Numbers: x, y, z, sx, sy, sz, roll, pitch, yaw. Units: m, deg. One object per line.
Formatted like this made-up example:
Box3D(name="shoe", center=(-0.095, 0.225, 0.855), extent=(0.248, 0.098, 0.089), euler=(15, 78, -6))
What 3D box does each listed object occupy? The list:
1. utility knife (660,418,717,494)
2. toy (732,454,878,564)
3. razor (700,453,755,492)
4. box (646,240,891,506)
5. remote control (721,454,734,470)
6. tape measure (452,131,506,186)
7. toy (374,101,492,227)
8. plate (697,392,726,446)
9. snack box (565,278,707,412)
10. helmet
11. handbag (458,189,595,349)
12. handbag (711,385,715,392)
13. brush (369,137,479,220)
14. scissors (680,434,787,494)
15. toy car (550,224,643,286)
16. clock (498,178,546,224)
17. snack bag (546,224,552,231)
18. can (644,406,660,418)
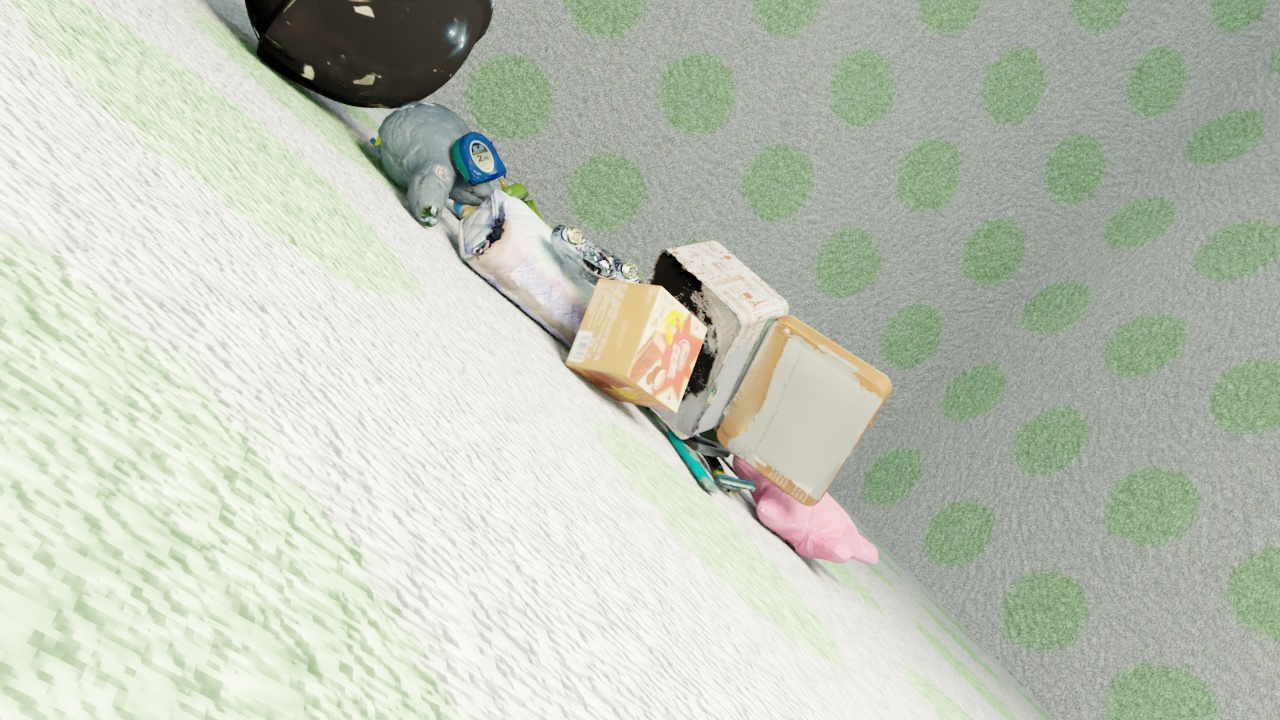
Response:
Box3D(name="utility knife", center=(0.048, 0.096, 0.963), extent=(0.029, 0.013, 0.193), euler=(42, 3, -22))
Box3D(name="toy", center=(0.176, 0.170, 1.057), extent=(0.194, 0.075, 0.178), euler=(42, 12, 35))
Box3D(name="razor", center=(0.087, 0.122, 1.031), extent=(0.042, 0.022, 0.142), euler=(15, 10, -14))
Box3D(name="box", center=(0.107, 0.018, 0.941), extent=(0.088, 0.178, 0.262), euler=(-19, 54, -41))
Box3D(name="remote control", center=(0.145, 0.154, 1.268), extent=(0.058, 0.021, 0.150), euler=(40, 5, -44))
Box3D(name="tape measure", center=(-0.170, -0.208, 0.950), extent=(0.054, 0.025, 0.058), euler=(64, 32, -7))
Box3D(name="toy", center=(-0.227, -0.225, 1.026), extent=(0.138, 0.091, 0.355), euler=(47, 12, -16))
Box3D(name="plate", center=(0.044, 0.030, 1.204), extent=(0.230, 0.027, 0.230), euler=(47, -8, 8))
Box3D(name="snack box", center=(-0.002, -0.014, 0.875), extent=(0.077, 0.092, 0.094), euler=(10, -18, 37))
Box3D(name="helmet", center=(-0.300, -0.392, 1.016), extent=(0.274, 0.234, 0.229), euler=(24, 59, -34))
Box3D(name="handbag", center=(-0.100, -0.090, 0.965), extent=(0.194, 0.076, 0.134), euler=(39, 19, -32))
Box3D(name="handbag", center=(0.048, 0.019, 1.375), extent=(0.131, 0.068, 0.120), euler=(45, 2, 19))
Box3D(name="brush", center=(-0.250, -0.212, 1.161), extent=(0.083, 0.046, 0.254), euler=(50, 11, 31))
Box3D(name="scissors", center=(0.127, 0.113, 1.046), extent=(0.177, 0.014, 0.159), euler=(21, 14, 5))
Box3D(name="toy car", center=(-0.045, -0.095, 0.901), extent=(0.105, 0.031, 0.049), euler=(33, -16, -2))
Box3D(name="clock", center=(-0.145, -0.161, 1.169), extent=(0.161, 0.056, 0.116), euler=(61, -2, 16))
Box3D(name="snack bag", center=(-0.103, -0.115, 1.323), extent=(0.246, 0.068, 0.158), euler=(47, 5, 31))
Box3D(name="can", center=(-0.006, 0.006, 1.087), extent=(0.134, 0.053, 0.053), euler=(45, 4, 21))
